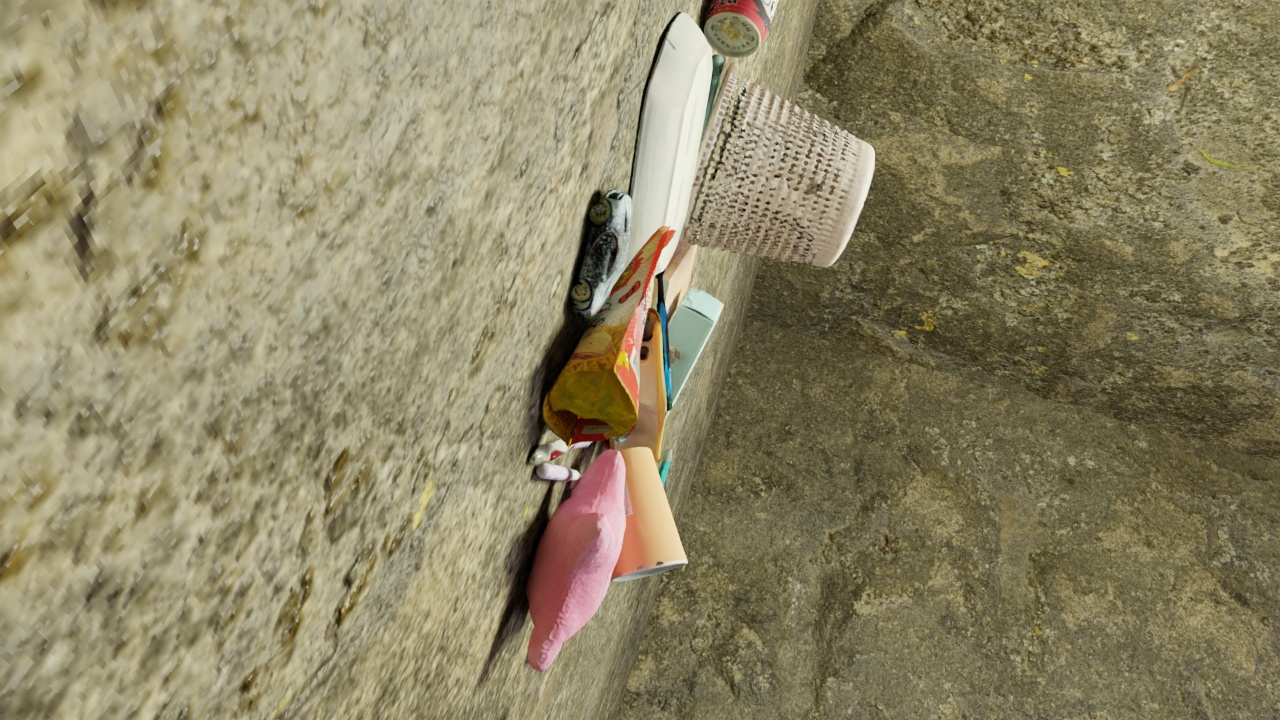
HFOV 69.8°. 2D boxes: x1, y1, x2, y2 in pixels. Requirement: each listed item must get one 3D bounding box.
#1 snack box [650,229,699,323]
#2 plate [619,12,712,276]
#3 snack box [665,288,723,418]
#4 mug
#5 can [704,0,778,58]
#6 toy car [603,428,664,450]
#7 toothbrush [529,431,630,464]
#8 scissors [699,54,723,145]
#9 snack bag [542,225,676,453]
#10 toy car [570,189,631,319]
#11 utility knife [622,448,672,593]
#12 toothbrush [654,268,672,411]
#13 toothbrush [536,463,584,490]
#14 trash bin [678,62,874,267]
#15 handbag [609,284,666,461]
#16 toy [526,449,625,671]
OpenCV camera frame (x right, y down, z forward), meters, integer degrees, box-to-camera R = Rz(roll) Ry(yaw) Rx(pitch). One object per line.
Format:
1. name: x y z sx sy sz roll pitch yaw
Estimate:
1. snack box: 0.038 -0.098 1.144 0.156 0.026 0.085 -61 165 -57
2. plate: 0.028 -0.191 0.877 0.161 0.034 0.266 -64 167 -52
3. snack box: 0.043 -0.002 1.166 0.175 0.051 0.074 -64 176 25
4. mug: -0.005 0.153 0.924 0.078 0.078 0.122 77 -1 -73
5. can: 0.107 -0.369 0.951 0.067 0.066 0.093 87 20 -65
6. toy car: -0.009 0.084 1.093 0.045 0.053 0.120 -36 -179 21
7. toothbrush: -0.050 0.074 0.809 0.016 0.017 0.187 -64 163 12
8. scissors: 0.058 -0.256 1.016 0.169 0.019 0.177 -39 146 -78
9. snack bag: -0.019 -0.021 0.786 0.207 0.073 0.129 -72 -173 -52
10. toy car: -0.028 -0.081 0.721 0.048 0.031 0.106 -35 142 -74
11. utility knife: 0.005 0.184 1.033 0.029 0.013 0.210 -60 167 -66
12. toothbrush: 0.025 -0.035 1.017 0.016 0.014 0.189 120 -32 -69
13. toothbrush: -0.070 0.108 0.845 0.189 0.029 0.021 56 9 -78
14. trash bin: 0.157 -0.208 1.075 0.227 0.192 0.227 30 79 -89
15. handbag: -0.006 0.006 0.976 0.164 0.063 0.178 95 -4 -65
16. toy: -0.056 0.173 0.852 0.178 0.074 0.195 -93 -155 -80
